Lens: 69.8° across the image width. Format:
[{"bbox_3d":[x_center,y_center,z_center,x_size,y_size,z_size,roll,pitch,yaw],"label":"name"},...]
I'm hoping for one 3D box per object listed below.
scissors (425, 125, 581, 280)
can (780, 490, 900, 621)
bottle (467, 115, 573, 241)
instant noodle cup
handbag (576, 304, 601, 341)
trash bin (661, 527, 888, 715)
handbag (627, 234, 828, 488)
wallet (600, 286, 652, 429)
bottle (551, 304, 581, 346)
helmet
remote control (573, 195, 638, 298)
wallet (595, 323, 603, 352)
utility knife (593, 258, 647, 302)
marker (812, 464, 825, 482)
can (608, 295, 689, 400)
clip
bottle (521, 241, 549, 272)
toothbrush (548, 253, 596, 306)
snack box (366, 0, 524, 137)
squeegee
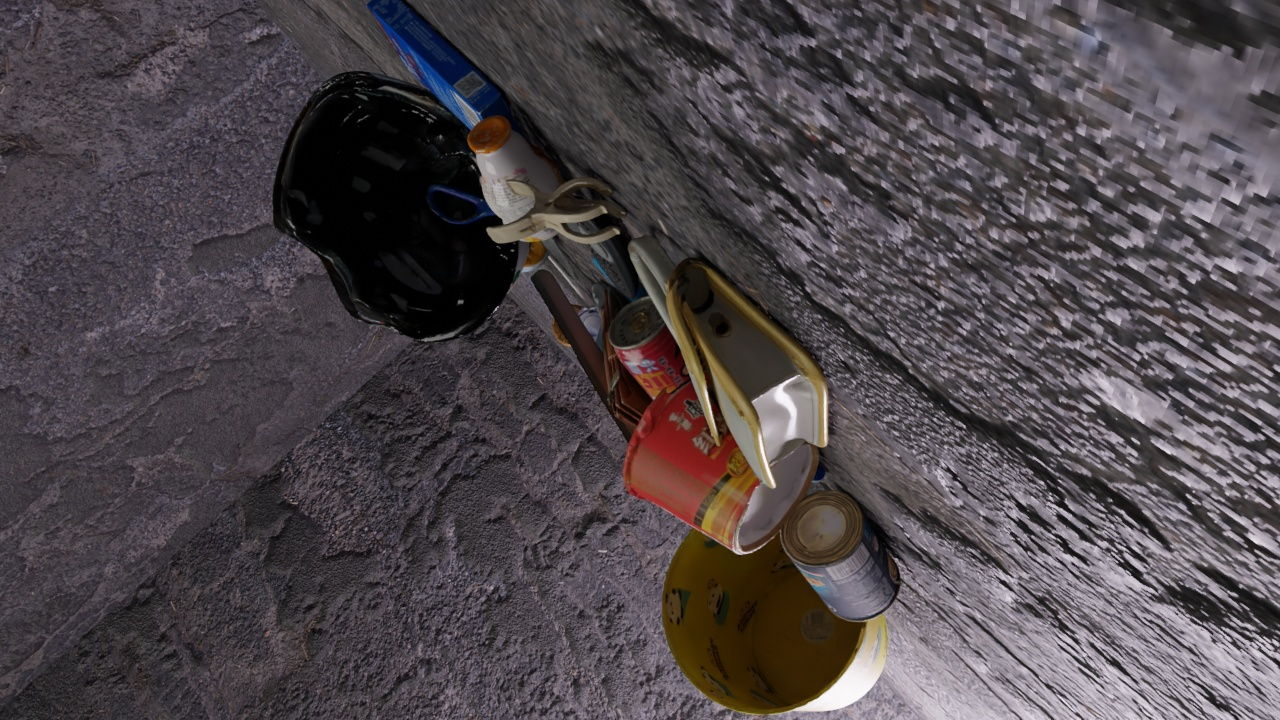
[{"bbox_3d":[-0.115,-0.137,0.805,0.012,0.164,0.162,-29,-77,-74],"label":"scissors"},{"bbox_3d":[0.177,0.172,0.811,0.075,0.075,0.111,41,172,49],"label":"can"},{"bbox_3d":[-0.096,-0.143,0.726,0.063,0.063,0.108,44,173,35],"label":"bottle"},{"bbox_3d":[0.071,0.085,0.750,0.108,0.137,0.138,34,169,30],"label":"instant noodle cup"},{"bbox_3d":[-0.008,0.021,1.172,0.134,0.075,0.194,44,173,38],"label":"handbag"},{"bbox_3d":[0.179,0.307,1.082,0.229,0.229,0.255,44,180,35],"label":"trash bin"},{"bbox_3d":[0.048,-0.005,0.633,0.178,0.063,0.163,49,173,25],"label":"handbag"},{"bbox_3d":[-0.005,0.005,0.861,0.119,0.035,0.130,41,-146,-50],"label":"wallet"},{"bbox_3d":[-0.084,-0.047,1.309,0.057,0.057,0.175,47,-176,3],"label":"bottle"},{"bbox_3d":[-0.215,-0.155,0.918,0.274,0.230,0.156,38,-158,4],"label":"helmet"},{"bbox_3d":[-0.026,-0.094,0.745,0.053,0.024,0.136,47,174,26],"label":"remote control"},{"bbox_3d":[-0.018,-0.004,1.029,0.019,0.097,0.121,2,-157,-35],"label":"wallet"},{"bbox_3d":[0.032,-0.019,0.884,0.238,0.018,0.034,48,174,-25],"label":"utility knife"},{"bbox_3d":[0.148,0.103,0.850,0.017,0.017,0.146,47,175,3],"label":"marker"},{"bbox_3d":[0.021,-0.005,0.795,0.094,0.066,0.066,51,174,-36],"label":"can"},{"bbox_3d":[-0.062,-0.108,0.662,0.100,0.071,0.035,7,155,24],"label":"clip"},{"bbox_3d":[-0.157,-0.149,1.146,0.068,0.068,0.189,49,175,-17],"label":"bottle"},{"bbox_3d":[-0.080,-0.094,1.226,0.180,0.016,0.016,49,169,-9],"label":"toothbrush"},{"bbox_3d":[-0.157,-0.232,0.756,0.157,0.026,0.084,45,174,21],"label":"snack box"},{"bbox_3d":[-0.032,-0.035,0.949,0.248,0.040,0.249,60,-171,-25],"label":"squeegee"}]
